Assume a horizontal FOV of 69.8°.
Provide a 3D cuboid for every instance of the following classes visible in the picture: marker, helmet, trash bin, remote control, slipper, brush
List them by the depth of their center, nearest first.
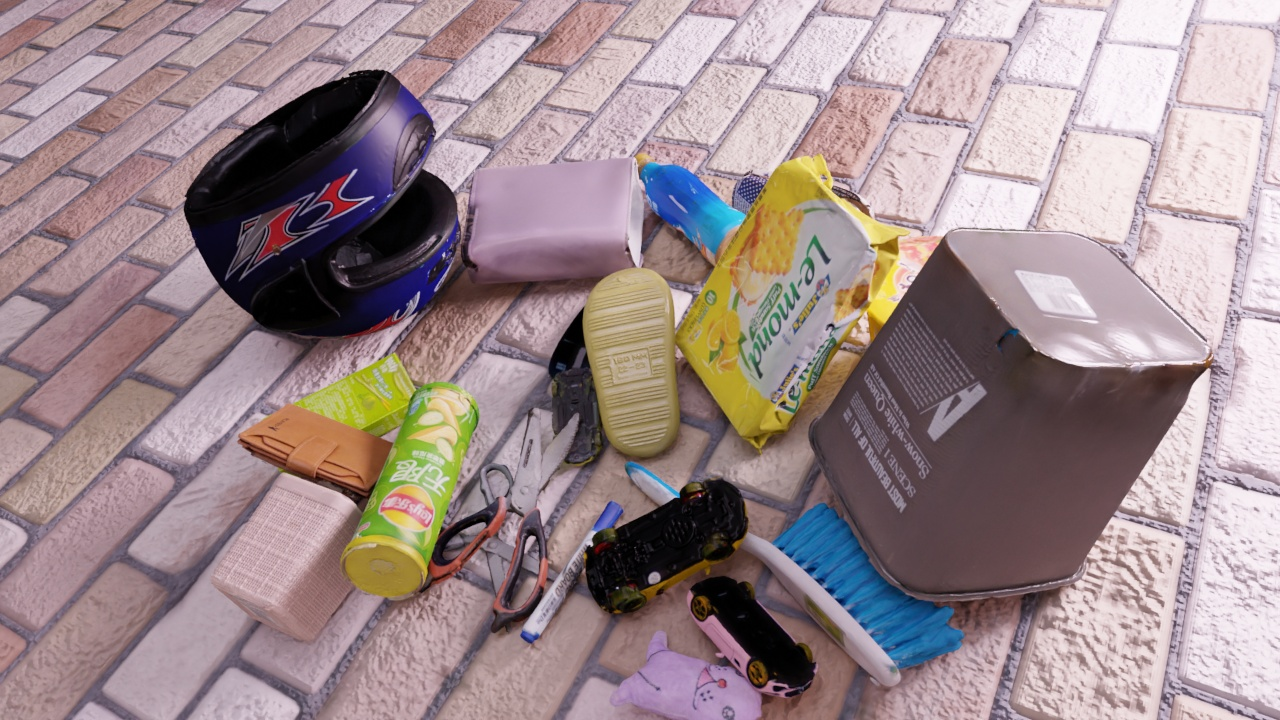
[{"bbox_3d":[0.267,0.034,0.685,0.198,0.220,0.198,-2,43,-19],"label":"trash bin"},{"bbox_3d":[0.113,0.151,0.769,0.109,0.060,0.314,-35,47,-14],"label":"brush"},{"bbox_3d":[-0.058,0.182,0.797,0.017,0.017,0.145,18,53,27],"label":"marker"},{"bbox_3d":[-0.005,0.005,0.911,0.091,0.081,0.190,-7,74,3],"label":"slipper"},{"bbox_3d":[-0.055,-0.031,0.989,0.053,0.024,0.136,14,53,25],"label":"remote control"},{"bbox_3d":[-0.315,-0.148,0.995,0.316,0.240,0.246,-14,45,29],"label":"helmet"}]

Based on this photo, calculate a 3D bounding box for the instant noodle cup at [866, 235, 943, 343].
[{"bbox_3d":[0.274,-0.032,0.855,0.138,0.110,0.137,-7,47,7],"label":"instant noodle cup"}]

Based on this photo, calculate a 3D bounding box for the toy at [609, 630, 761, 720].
[{"bbox_3d":[0.042,0.250,0.701,0.108,0.039,0.083,10,30,23],"label":"toy"}]

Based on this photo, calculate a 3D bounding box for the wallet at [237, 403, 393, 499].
[{"bbox_3d":[-0.300,0.086,0.876,0.132,0.031,0.107,21,16,2],"label":"wallet"}]

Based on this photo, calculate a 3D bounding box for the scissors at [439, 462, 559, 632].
[{"bbox_3d":[-0.140,0.167,0.837,0.159,0.014,0.180,-7,49,6],"label":"scissors"}]

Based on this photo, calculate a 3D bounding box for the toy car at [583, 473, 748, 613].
[{"bbox_3d":[0.022,0.156,0.766,0.156,0.041,0.071,-32,53,9],"label":"toy car"}]

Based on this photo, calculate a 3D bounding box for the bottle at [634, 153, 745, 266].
[{"bbox_3d":[0.054,-0.184,1.075,0.065,0.065,0.218,-29,49,-14],"label":"bottle"}]

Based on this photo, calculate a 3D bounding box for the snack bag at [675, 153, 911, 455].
[{"bbox_3d":[0.134,-0.055,0.853,0.068,0.247,0.158,9,33,-35],"label":"snack bag"}]

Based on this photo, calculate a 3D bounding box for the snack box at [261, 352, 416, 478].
[{"bbox_3d":[-0.312,0.058,0.966,0.156,0.026,0.085,-29,49,-13],"label":"snack box"}]

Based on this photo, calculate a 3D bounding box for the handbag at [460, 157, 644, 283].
[{"bbox_3d":[-0.097,-0.155,1.061,0.197,0.098,0.144,-3,46,9],"label":"handbag"}]

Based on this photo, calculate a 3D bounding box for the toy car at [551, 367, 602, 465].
[{"bbox_3d":[-0.062,0.056,0.907,0.048,0.032,0.105,-8,59,7],"label":"toy car"}]

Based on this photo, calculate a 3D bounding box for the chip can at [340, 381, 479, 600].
[{"bbox_3d":[-0.204,0.109,0.840,0.072,0.073,0.220,-4,37,9],"label":"chip can"}]

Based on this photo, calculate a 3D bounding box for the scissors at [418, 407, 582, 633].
[{"bbox_3d":[-0.117,0.140,0.834,0.221,0.015,0.189,-30,54,-10],"label":"scissors"}]

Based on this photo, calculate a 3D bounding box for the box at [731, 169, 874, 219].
[{"bbox_3d":[0.175,-0.167,1.032,0.163,0.075,0.080,24,67,27],"label":"box"}]

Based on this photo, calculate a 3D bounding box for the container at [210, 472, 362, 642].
[{"bbox_3d":[-0.305,0.176,0.816,0.090,0.090,0.110,14,55,24],"label":"container"}]

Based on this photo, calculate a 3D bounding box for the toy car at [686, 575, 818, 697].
[{"bbox_3d":[0.084,0.216,0.716,0.056,0.037,0.122,-9,35,-34],"label":"toy car"}]
